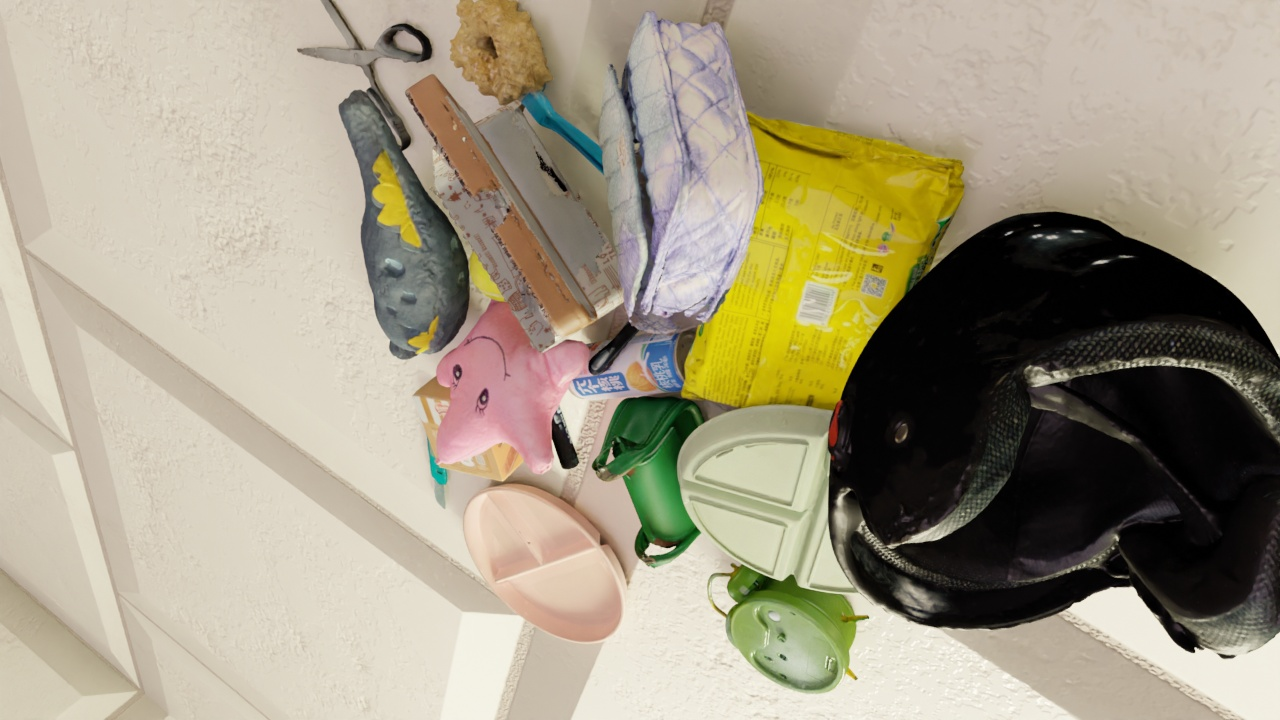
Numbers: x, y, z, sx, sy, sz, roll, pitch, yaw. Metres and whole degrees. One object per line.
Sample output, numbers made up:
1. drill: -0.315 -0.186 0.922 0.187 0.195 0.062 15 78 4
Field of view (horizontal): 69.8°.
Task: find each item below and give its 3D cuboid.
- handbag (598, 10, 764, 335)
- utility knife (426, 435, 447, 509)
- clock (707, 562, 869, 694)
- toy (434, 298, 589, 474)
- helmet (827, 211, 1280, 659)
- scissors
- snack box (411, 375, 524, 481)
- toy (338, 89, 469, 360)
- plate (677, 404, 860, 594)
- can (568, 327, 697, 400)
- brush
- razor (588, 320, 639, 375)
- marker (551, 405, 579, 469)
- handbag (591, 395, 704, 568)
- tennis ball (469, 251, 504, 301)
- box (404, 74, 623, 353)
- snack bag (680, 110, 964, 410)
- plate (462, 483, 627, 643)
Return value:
1. handbag: 0.017 -0.130 0.608 0.075 0.193 0.134 3 140 -14
2. utility knife: -0.241 0.108 1.089 0.029 0.013 0.193 23 131 22
3. clock: 0.135 0.251 0.883 0.161 0.056 0.116 18 129 25
4. toy: -0.127 0.032 0.834 0.178 0.074 0.194 -54 49 7
5. helmet: 0.234 0.048 0.547 0.233 0.229 0.276 21 136 -11
6. scissors: -0.251 -0.276 0.826 0.160 0.014 0.177 -20 106 43
7. snack box: -0.166 0.060 0.955 0.093 0.076 0.094 7 124 33
8. toy: -0.216 -0.081 0.860 0.138 0.091 0.357 48 153 21
9. plate: 0.136 0.121 0.734 0.230 0.027 0.231 15 141 12
10. can: -0.005 0.005 0.814 0.135 0.053 0.053 -8 115 40
11. brush: -0.056 -0.186 0.733 0.254 0.045 0.083 45 132 -5
12. razor: 0.000 -0.036 0.766 0.143 0.022 0.042 -50 65 31
13. marker: -0.091 0.053 0.935 0.022 0.020 0.132 1 120 34
14. handbag: 0.014 0.102 0.821 0.068 0.119 0.131 1 124 34
15. tennis ball: -0.121 -0.085 0.827 0.065 0.065 0.066 19 129 25
16. box: -0.081 -0.101 0.668 0.178 0.088 0.262 58 170 -2
17. snack bag: 0.120 -0.048 0.655 0.158 0.068 0.247 16 129 11
18. plate: -0.111 0.236 1.073 0.230 0.028 0.230 18 128 25
